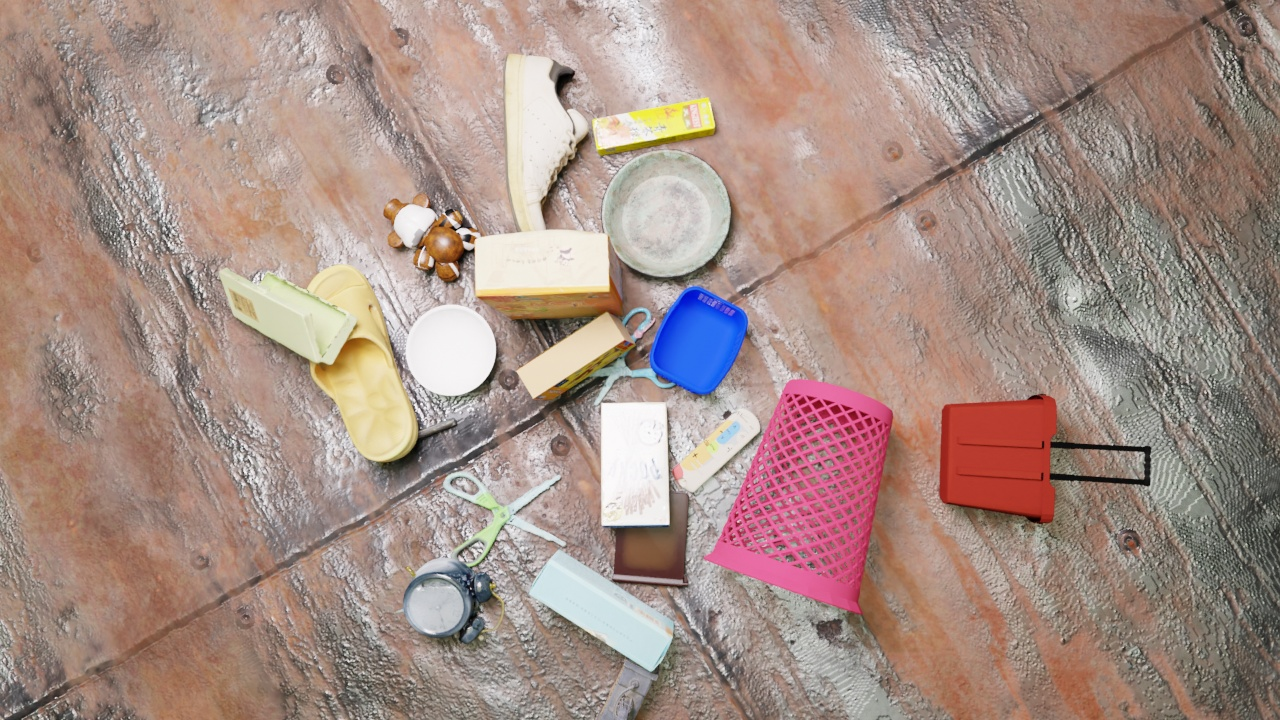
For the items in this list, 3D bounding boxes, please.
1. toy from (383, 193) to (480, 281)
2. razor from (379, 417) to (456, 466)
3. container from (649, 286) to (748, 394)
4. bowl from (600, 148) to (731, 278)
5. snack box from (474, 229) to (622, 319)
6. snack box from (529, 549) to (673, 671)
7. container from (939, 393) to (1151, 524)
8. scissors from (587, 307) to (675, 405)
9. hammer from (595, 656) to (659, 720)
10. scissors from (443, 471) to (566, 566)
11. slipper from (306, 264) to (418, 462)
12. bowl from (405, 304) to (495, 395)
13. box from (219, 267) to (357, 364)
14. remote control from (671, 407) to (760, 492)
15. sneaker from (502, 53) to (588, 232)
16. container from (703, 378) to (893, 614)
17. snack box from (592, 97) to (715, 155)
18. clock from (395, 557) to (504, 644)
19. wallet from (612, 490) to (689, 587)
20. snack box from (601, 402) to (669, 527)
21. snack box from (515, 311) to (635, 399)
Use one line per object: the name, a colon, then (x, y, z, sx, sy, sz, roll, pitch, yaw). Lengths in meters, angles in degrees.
toy: (-0.264, -0.158, 1.133, 0.112, 0.067, 0.087, 34, 89, 13)
razor: (-0.279, 0.094, 1.140, 0.106, 0.026, 0.042, -21, 84, -2)
container: (0.067, -0.021, 1.100, 0.096, 0.058, 0.114, 28, 81, 0)
bowl: (0.031, -0.177, 1.125, 0.157, 0.038, 0.157, 0, 87, 3)
snack box: (-0.100, -0.099, 1.051, 0.145, 0.195, 0.080, -2, 85, 3)
snack box: (-0.044, 0.295, 1.091, 0.174, 0.075, 0.053, 32, 90, 4)
container: (0.451, 0.112, 1.046, 0.201, 0.127, 0.148, 2, 87, 13)
scissors: (-0.005, 0.008, 1.135, 0.125, 0.015, 0.136, 32, 96, 5)
hammer: (-0.023, 0.394, 0.960, 0.044, 0.322, 0.098, 25, 89, 4)
scissors: (-0.172, 0.187, 1.132, 0.171, 0.023, 0.168, -38, 80, -1)
slipper: (-0.351, 0.000, 1.110, 0.099, 0.078, 0.263, -28, 76, 7)
bowl: (-0.229, -0.012, 1.131, 0.110, 0.040, 0.110, 0, 87, 3)
box: (-0.422, -0.053, 1.093, 0.188, 0.089, 0.078, 22, 101, 33)
remote control: (0.093, 0.109, 1.120, 0.125, 0.018, 0.038, -43, 86, 2)
sneaker: (-0.114, -0.257, 1.120, 0.102, 0.089, 0.241, -3, 83, -5)
container: (0.194, 0.148, 1.044, 0.183, 0.183, 0.225, 19, 81, 4)
snack box: (0.016, -0.289, 1.136, 0.148, 0.029, 0.040, -10, 87, 3)
clock: (-0.227, 0.291, 1.110, 0.129, 0.052, 0.090, 14, 97, 1)
wallet: (0.015, 0.216, 1.122, 0.091, 0.018, 0.115, 4, 90, 4)
snack box: (-0.007, 0.125, 1.107, 0.082, 0.026, 0.150, -2, 76, 2)
snack box: (-0.074, -0.004, 1.093, 0.126, 0.088, 0.040, -33, 83, 6)
